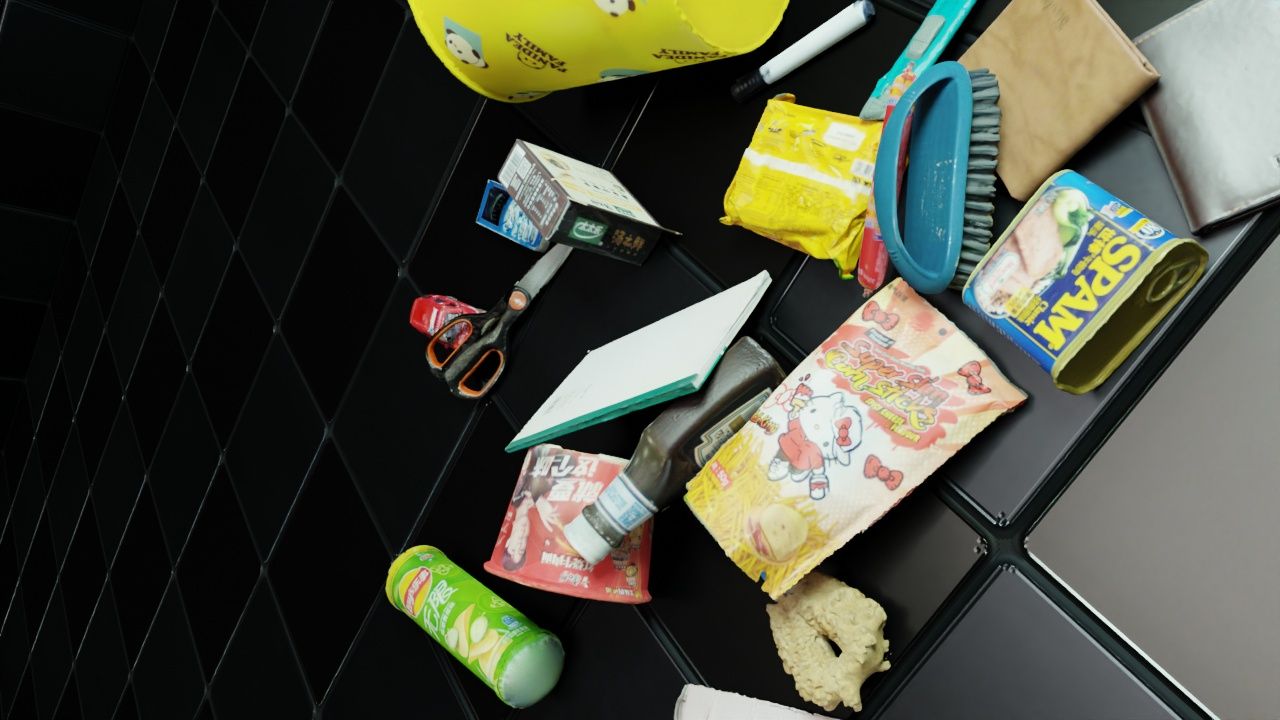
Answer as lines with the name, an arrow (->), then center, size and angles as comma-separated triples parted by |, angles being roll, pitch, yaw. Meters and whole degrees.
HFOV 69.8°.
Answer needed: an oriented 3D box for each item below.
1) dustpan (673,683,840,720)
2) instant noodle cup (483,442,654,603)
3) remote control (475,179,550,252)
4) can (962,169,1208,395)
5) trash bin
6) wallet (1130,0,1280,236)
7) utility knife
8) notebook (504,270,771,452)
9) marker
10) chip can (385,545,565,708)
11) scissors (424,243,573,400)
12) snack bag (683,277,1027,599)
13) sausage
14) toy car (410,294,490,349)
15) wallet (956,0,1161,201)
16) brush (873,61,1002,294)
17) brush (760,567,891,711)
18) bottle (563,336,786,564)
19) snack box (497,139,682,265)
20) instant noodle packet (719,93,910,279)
dustpan -> 0.103, 0.385, 0.629 | 0.223, 0.139, 0.272 | -3, 53, 46
instant noodle cup -> -0.050, 0.129, 0.747 | 0.138, 0.137, 0.108 | 4, 79, 46
remote control -> -0.128, -0.150, 0.947 | 0.125, 0.024, 0.049 | 30, 104, 43
can -> 0.248, -0.046, 0.525 | 0.102, 0.057, 0.083 | -56, 47, 22
trash bin -> -0.027, -0.334, 0.750 | 0.256, 0.229, 0.229 | 11, 90, 40
wallet -> 0.325, -0.141, 0.492 | 0.097, 0.020, 0.122 | -27, 66, 39
utility knife -> 0.204, -0.233, 0.616 | 0.029, 0.013, 0.171 | 38, 97, 35
notebook -> -0.004, 0.004, 0.728 | 0.210, 0.150, 0.012 | -22, 111, 41
marker -> 0.123, -0.241, 0.714 | 0.131, 0.018, 0.022 | -25, 56, 41
chip can -> -0.161, 0.249, 0.875 | 0.221, 0.072, 0.072 | 19, 96, 45
scissors -> -0.142, -0.062, 0.919 | 0.125, 0.021, 0.235 | 27, 109, 6
snack bag -> 0.131, 0.051, 0.606 | 0.208, 0.073, 0.128 | -44, 52, 9
sausage -> 0.164, -0.119, 0.610 | 0.020, 0.020, 0.156 | 19, 106, 46
toy car -> -0.207, -0.040, 0.995 | 0.121, 0.045, 0.053 | 19, 97, 43
wallet -> 0.245, -0.173, 0.565 | 0.101, 0.020, 0.115 | -51, 47, 42
brush -> 0.183, -0.114, 0.575 | 0.055, 0.073, 0.144 | -153, 65, -73
brush -> 0.090, 0.139, 0.670 | 0.254, 0.045, 0.083 | 52, 122, 42
bottle -> 0.026, 0.070, 0.667 | 0.195, 0.080, 0.044 | -43, 55, -1
snack box -> -0.045, -0.134, 0.797 | 0.053, 0.113, 0.125 | -56, 48, 24
instant noodle packet -> 0.128, -0.130, 0.672 | 0.128, 0.044, 0.111 | 33, 104, 41
